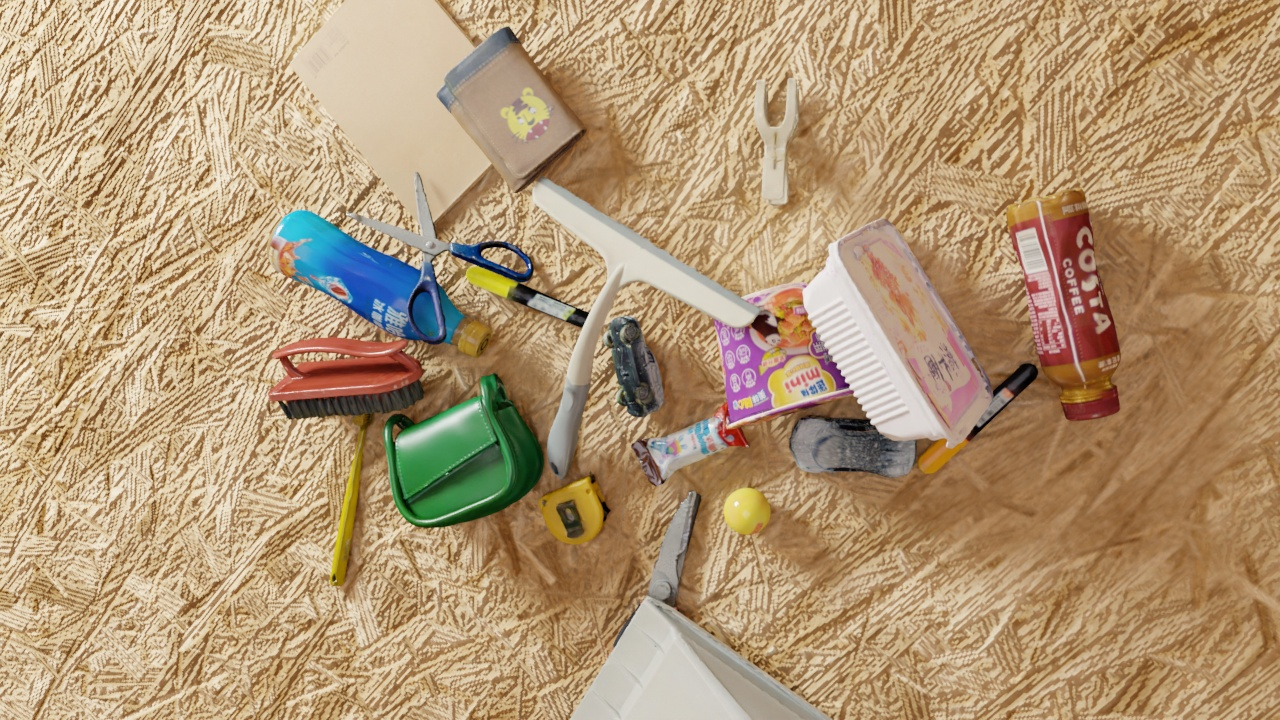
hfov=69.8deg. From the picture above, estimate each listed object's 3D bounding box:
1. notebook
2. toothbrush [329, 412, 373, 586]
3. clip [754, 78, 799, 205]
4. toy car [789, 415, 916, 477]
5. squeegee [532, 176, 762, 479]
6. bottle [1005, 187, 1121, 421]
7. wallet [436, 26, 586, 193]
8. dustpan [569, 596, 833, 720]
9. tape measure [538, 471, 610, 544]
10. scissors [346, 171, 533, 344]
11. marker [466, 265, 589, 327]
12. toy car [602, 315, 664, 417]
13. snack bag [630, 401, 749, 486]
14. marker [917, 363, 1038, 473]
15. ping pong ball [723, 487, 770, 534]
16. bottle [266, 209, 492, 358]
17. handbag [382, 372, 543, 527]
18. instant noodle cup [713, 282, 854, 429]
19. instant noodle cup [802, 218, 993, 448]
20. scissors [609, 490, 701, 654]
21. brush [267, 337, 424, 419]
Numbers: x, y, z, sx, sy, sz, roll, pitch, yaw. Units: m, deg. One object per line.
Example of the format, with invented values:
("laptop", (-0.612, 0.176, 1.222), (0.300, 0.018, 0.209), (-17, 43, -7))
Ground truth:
("notebook", (-0.213, -0.247, 0.844), (0.150, 0.012, 0.211), (-41, 86, 15))
("toothbrush", (-0.284, 0.131, 0.895), (0.016, 0.016, 0.190), (14, 99, 12))
("clip", (0.111, -0.180, 0.757), (0.035, 0.076, 0.101), (4, 96, 13))
("toy car", (0.178, 0.073, 0.772), (0.106, 0.031, 0.049), (1, 95, 14))
("squeegee", (-0.047, 0.006, 0.784), (0.246, 0.039, 0.247), (36, 120, 28))
("bottle", (0.331, -0.042, 0.710), (0.057, 0.057, 0.175), (-13, 93, 14))
("wallet", (-0.114, -0.218, 0.802), (0.090, 0.033, 0.115), (-38, 91, 14))
("dustpan", (0.077, 0.375, 0.827), (0.258, 0.142, 0.223), (39, 105, 33))
("tape measure", (-0.060, 0.139, 0.836), (0.060, 0.028, 0.057), (-24, 90, 15))
("scissors", (-0.179, -0.091, 0.815), (0.175, 0.012, 0.162), (12, 68, -9))
("marker", (-0.101, -0.058, 0.835), (0.124, 0.015, 0.018), (22, 93, 7))
("toy car", (-0.005, 0.005, 0.804), (0.034, 0.043, 0.090), (-15, 91, -25))
("snack bag", (0.046, 0.073, 0.806), (0.105, 0.026, 0.045), (-25, 92, 17))
("marker", (0.277, 0.048, 0.755), (0.018, 0.015, 0.124), (45, 101, 4))
("ping pong ball", (0.092, 0.130, 0.792), (0.040, 0.040, 0.040), (1, 96, 13))
("bottle", (-0.236, -0.065, 0.839), (0.219, 0.065, 0.065), (28, 101, 10))
("handbag", (-0.163, 0.086, 0.841), (0.131, 0.068, 0.120), (-23, 81, 16))
("instant noodle cup", (0.112, -0.005, 0.745), (0.112, 0.111, 0.099), (-17, 84, 14))
("instant noodle cup", (0.195, -0.017, 0.717), (0.061, 0.137, 0.173), (-30, 88, 37))
("scissors", (0.033, 0.224, 0.830), (0.210, 0.015, 0.177), (-40, 84, 14))
("brush", (-0.269, 0.012, 0.848), (0.146, 0.063, 0.069), (-3, 118, 17))
